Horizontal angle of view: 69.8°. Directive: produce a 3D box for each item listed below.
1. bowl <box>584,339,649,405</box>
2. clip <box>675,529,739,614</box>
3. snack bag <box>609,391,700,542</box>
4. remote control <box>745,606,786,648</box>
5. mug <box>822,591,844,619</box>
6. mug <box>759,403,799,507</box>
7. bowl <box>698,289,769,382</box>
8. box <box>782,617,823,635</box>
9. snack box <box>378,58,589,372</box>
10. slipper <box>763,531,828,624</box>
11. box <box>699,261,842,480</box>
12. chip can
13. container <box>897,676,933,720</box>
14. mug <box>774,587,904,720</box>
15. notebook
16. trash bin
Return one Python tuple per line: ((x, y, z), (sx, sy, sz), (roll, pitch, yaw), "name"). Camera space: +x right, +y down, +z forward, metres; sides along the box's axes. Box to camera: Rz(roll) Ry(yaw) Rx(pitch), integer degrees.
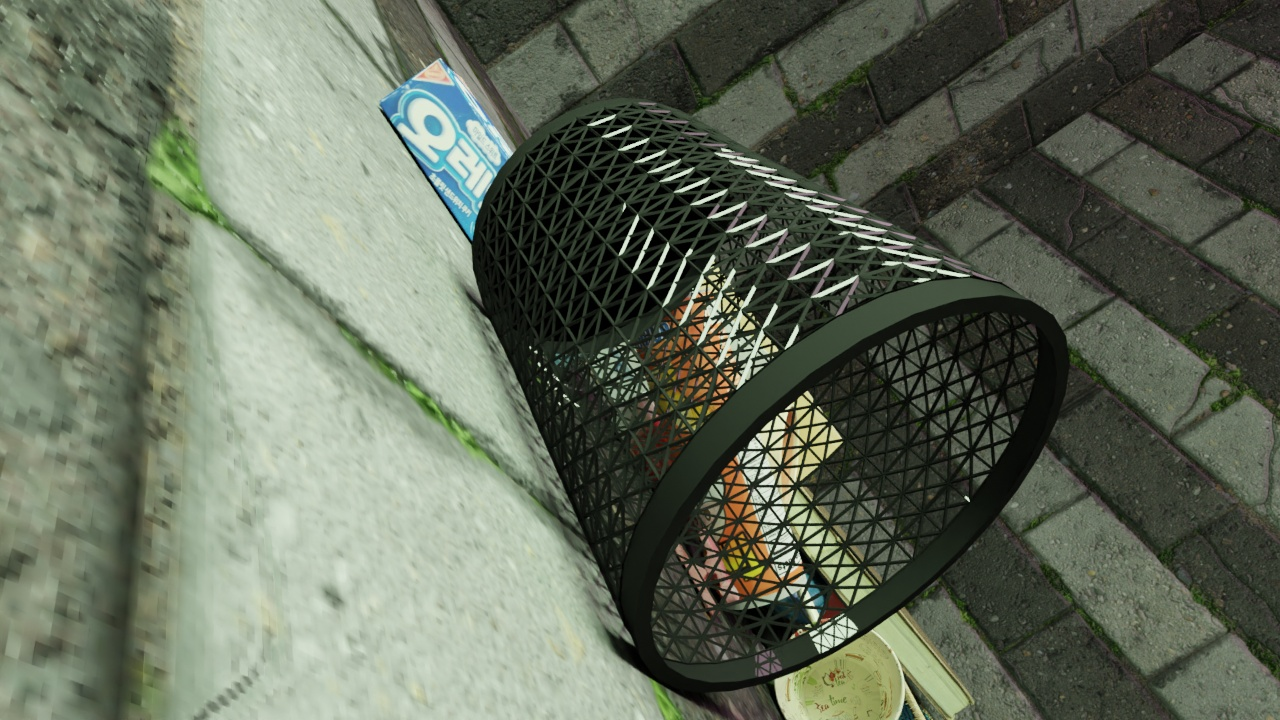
((-0.005, 0.005, 0.819), (0.150, 0.057, 0.150), (54, 5, -7), "bowl")
((0.038, 0.138, 0.588), (0.022, 0.038, 0.059), (56, 2, -44), "clip")
((0.022, 0.079, 0.702), (0.116, 0.036, 0.077), (55, 4, 0), "snack bag")
((0.115, 0.233, 0.726), (0.125, 0.010, 0.039), (53, 5, -27), "remote control")
((0.186, 0.249, 1.036), (0.088, 0.087, 0.114), (31, -46, 56), "mug")
((0.079, 0.075, 0.780), (0.111, 0.104, 0.085), (-3, 96, -71), "mug")
((0.073, -0.001, 0.824), (0.132, 0.064, 0.131), (42, 6, -6), "bowl")
((0.188, 0.306, 0.868), (0.216, 0.058, 0.153), (54, 4, -23), "box")
((-0.093, -0.099, 0.645), (0.226, 0.059, 0.059), (56, 8, 2), "snack box")
((0.112, 0.176, 0.765), (0.104, 0.059, 0.213), (53, 9, 20), "slipper")
((0.077, 0.025, 0.920), (0.249, 0.123, 0.140), (55, 32, 1), "box")
((0.052, 0.060, 0.632), (0.062, 0.062, 0.210), (-22, 94, -85), "chip can")
((0.211, 0.326, 0.671), (0.145, 0.071, 0.187), (56, 4, 8), "container")
((0.129, 0.208, 0.632), (0.097, 0.081, 0.122), (62, 5, -62), "mug")
((0.190, 0.190, 0.814), (0.215, 0.034, 0.190), (50, 5, -17), "notebook")
((0.035, -0.006, 0.460), (0.243, 0.217, 0.217), (51, 0, 41), "trash bin")
